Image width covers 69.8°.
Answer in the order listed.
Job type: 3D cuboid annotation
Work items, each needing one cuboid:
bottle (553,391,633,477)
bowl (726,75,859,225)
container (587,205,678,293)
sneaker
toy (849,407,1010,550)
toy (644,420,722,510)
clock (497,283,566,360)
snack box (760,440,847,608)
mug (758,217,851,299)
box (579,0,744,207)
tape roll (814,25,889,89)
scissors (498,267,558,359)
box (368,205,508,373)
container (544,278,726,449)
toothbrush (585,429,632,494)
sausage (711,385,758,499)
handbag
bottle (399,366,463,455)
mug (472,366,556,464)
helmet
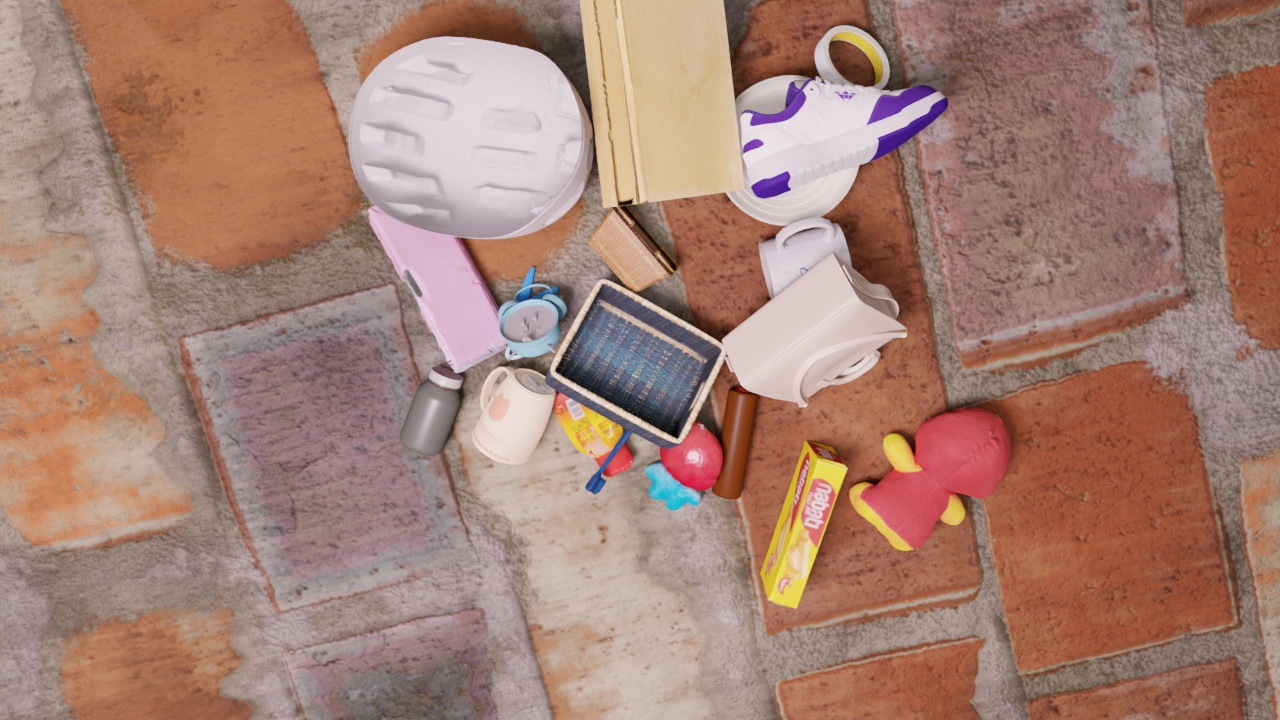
[{"bbox_3d":[-0.059,0.088,1.201,0.071,0.048,0.134,-30,99,2],"label":"bottle"},{"bbox_3d":[0.175,-0.253,1.122,0.176,0.058,0.177,0,98,-3],"label":"bowl"},{"bbox_3d":[-0.012,-0.139,1.152,0.061,0.063,0.114,-39,98,15],"label":"container"},{"bbox_3d":[0.223,-0.280,1.054,0.244,0.092,0.111,-22,85,-5],"label":"sneaker"},{"bbox_3d":[0.383,0.149,1.182,0.147,0.098,0.216,41,104,-14],"label":"toy"},{"bbox_3d":[0.058,0.140,1.205,0.092,0.062,0.133,40,120,20],"label":"toy"},{"bbox_3d":[-0.135,-0.054,1.136,0.087,0.123,0.042,-9,137,6],"label":"clock"},{"bbox_3d":[0.210,0.212,1.196,0.042,0.092,0.201,17,101,-2],"label":"snack box"},{"bbox_3d":[0.201,-0.129,1.123,0.096,0.083,0.120,-14,144,4],"label":"mug"},{"bbox_3d":[0.013,-0.308,1.057,0.180,0.141,0.248,1,104,40],"label":"box"},{"bbox_3d":[0.254,-0.356,1.098,0.094,0.019,0.094,7,69,-19],"label":"tape roll"},{"bbox_3d":[-0.153,-0.056,1.193,0.131,0.018,0.109,-30,101,8],"label":"scissors"},{"bbox_3d":[-0.252,-0.101,1.147,0.099,0.080,0.232,-26,95,8],"label":"box"},{"bbox_3d":[-0.007,0.007,1.148,0.187,0.071,0.145,29,74,-5],"label":"container"},{"bbox_3d":[-0.011,0.092,1.182,0.017,0.016,0.189,42,75,-25],"label":"toothbrush"},{"bbox_3d":[0.124,0.108,1.207,0.040,0.040,0.156,8,101,0],"label":"sausage"},{"bbox_3d":[0.232,-0.020,1.125,0.195,0.101,0.197,-39,140,26],"label":"handbag"},{"bbox_3d":[-0.270,0.066,1.196,0.060,0.060,0.108,22,101,-3],"label":"bottle"},{"bbox_3d":[-0.165,0.059,1.179,0.111,0.085,0.104,46,118,32],"label":"mug"},{"bbox_3d":[-0.196,-0.250,1.069,0.282,0.184,0.224,2,86,-5],"label":"helmet"}]
